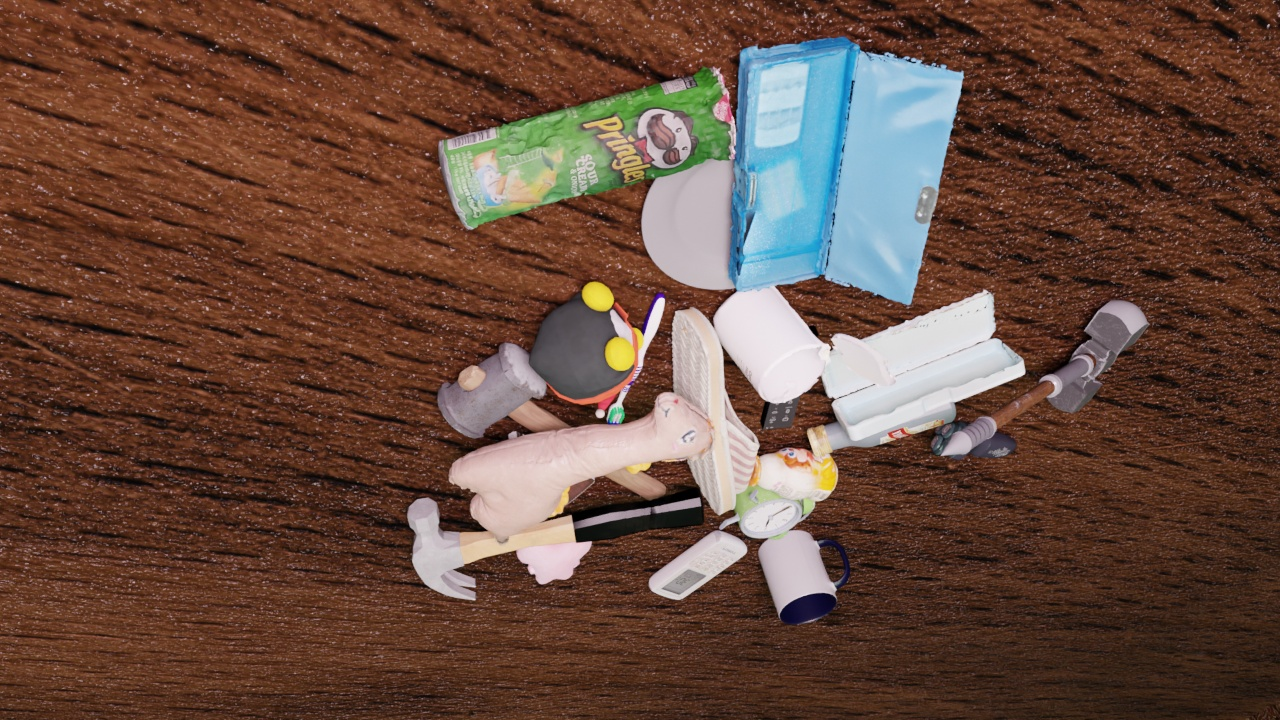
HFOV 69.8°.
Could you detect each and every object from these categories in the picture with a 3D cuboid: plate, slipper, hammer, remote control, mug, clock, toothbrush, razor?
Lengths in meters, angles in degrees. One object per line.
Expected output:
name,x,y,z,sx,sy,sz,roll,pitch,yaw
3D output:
plate,0.087,-0.135,0.817,0.178,0.012,0.179,-8,136,-8
slipper,0.078,0.055,0.944,0.052,0.115,0.263,-22,133,-14
hammer,0.411,0.039,0.966,0.321,0.043,0.156,-22,144,-34
hammer,-0.091,0.193,1.038,0.328,0.039,0.131,-9,121,-5
remote control,0.160,0.022,0.998,0.034,0.013,0.150,-5,136,-11
hammer,-0.073,0.086,0.979,0.098,0.052,0.328,-33,137,17
mug,0.223,0.282,1.221,0.112,0.096,0.078,-25,136,10
remote control,0.075,0.273,1.222,0.060,0.025,0.139,29,121,-37
clock,0.164,0.183,1.143,0.119,0.042,0.095,18,128,-30
toothbrush,-0.005,0.005,0.932,0.015,0.016,0.187,4,134,-20
razor,0.414,0.101,1.128,0.142,0.052,0.047,11,128,-32

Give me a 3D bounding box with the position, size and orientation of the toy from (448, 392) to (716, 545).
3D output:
toy,-0.051,0.111,0.915,0.264,0.065,0.196,-11,141,4

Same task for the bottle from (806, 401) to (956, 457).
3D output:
bottle,0.272,0.070,1.045,0.161,0.046,0.072,-19,164,11

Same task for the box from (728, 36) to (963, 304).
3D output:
box,0.160,-0.151,0.767,0.173,0.066,0.232,6,137,7

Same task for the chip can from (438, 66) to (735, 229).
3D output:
chip can,-0.042,-0.163,0.708,0.223,0.075,0.075,-15,137,0

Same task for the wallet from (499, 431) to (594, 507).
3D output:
wallet,-0.116,0.126,1.021,0.072,0.019,0.123,-39,132,23

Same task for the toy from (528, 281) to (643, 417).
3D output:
toy,-0.045,-0.005,0.860,0.100,0.097,0.119,-26,158,11

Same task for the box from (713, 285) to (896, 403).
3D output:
box,0.150,-0.012,0.862,0.118,0.159,0.084,-29,142,-2

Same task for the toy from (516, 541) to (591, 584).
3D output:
toy,-0.102,0.229,1.107,0.102,0.050,0.093,-7,124,-14

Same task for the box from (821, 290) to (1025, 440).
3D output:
box,0.293,-0.003,0.982,0.199,0.085,0.096,-21,111,2

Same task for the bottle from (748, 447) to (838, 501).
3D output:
bottle,0.175,0.132,1.079,0.108,0.063,0.063,6,133,-22
